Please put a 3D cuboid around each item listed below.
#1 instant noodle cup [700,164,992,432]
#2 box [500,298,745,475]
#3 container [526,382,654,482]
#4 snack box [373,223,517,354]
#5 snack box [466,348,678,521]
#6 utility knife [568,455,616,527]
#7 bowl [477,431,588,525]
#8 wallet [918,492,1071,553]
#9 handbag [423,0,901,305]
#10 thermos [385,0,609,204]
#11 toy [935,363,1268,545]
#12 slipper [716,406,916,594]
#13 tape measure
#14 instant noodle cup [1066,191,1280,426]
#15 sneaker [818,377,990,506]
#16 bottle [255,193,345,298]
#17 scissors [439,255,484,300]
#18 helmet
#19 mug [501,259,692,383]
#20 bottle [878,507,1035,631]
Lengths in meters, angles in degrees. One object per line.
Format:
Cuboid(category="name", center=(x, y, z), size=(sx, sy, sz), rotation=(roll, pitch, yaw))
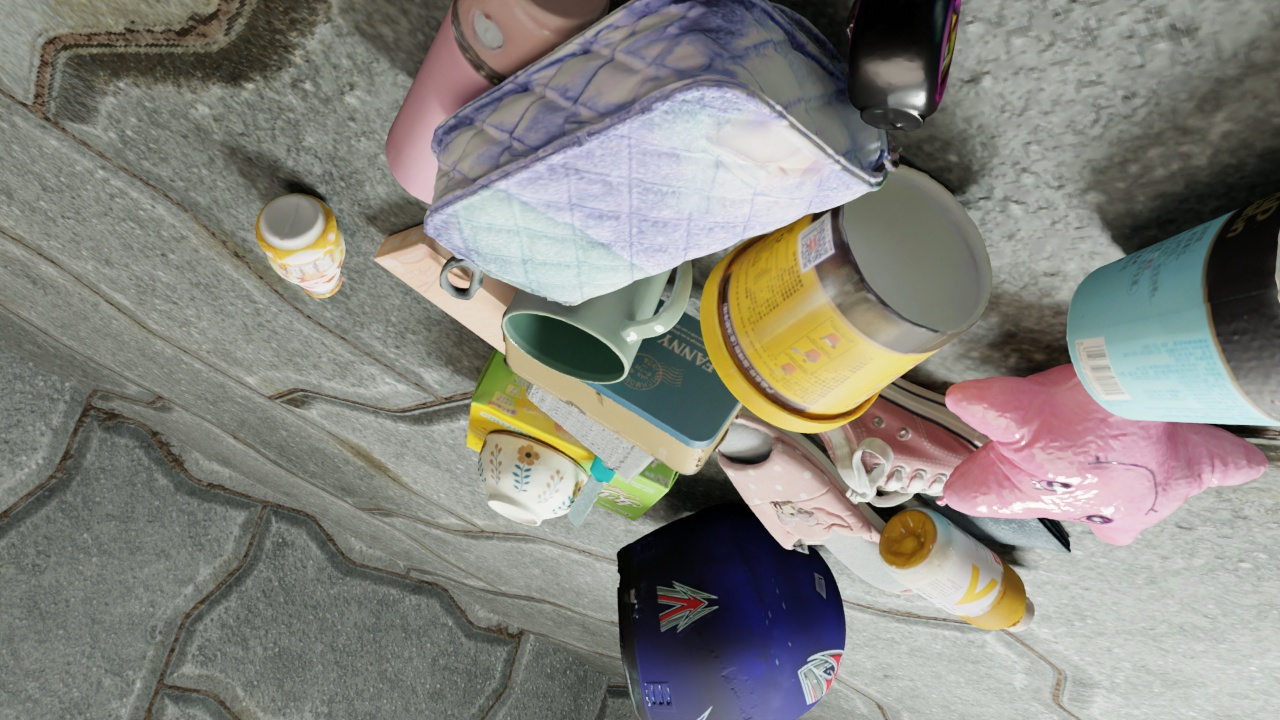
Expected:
Cuboid(category="instant noodle cup", center=(0.109, -0.034, 0.484), size=(0.118, 0.118, 0.115), rotation=(29, 149, -12))
Cuboid(category="box", center=(-0.004, 0.004, 0.633), size=(0.184, 0.089, 0.060), rotation=(27, 150, 15))
Cuboid(category="container", center=(-0.021, 0.021, 0.731), size=(0.114, 0.090, 0.090), rotation=(37, 153, 1))
Cuboid(category="snack box", center=(-0.138, -0.055, 0.770), size=(0.085, 0.026, 0.157), rotation=(-5, 143, 48))
Cuboid(category="snack box", center=(-0.069, 0.079, 0.936), size=(0.210, 0.069, 0.158), rotation=(25, 156, -2))
Cuboid(category="utility knife", center=(-0.023, 0.082, 0.835), size=(0.029, 0.013, 0.217), rotation=(29, 124, 1))
Cuboid(category="bowl", center=(-0.113, 0.124, 0.905), size=(0.113, 0.062, 0.114), rotation=(19, 157, 8))
Cuboid(category="wallet", center=(0.295, 0.129, 0.772), size=(0.097, 0.019, 0.121), rotation=(1, 149, 46))
Cuboid(category="handbag", center=(0.002, -0.092, 0.425), size=(0.194, 0.075, 0.134), rotation=(-15, 154, 38))
Cuboid(category="thermos", center=(-0.085, -0.153, 0.474), size=(0.087, 0.067, 0.199), rotation=(53, 152, -5))
Cuboid(category="toy", center=(0.270, 0.063, 0.567), size=(0.179, 0.074, 0.194), rotation=(-27, 126, 34))
Cuboid(category="slipper", center=(0.156, 0.140, 0.840), size=(0.274, 0.054, 0.114), rotation=(43, 151, -19))
Cuboid(category="tape measure", center=(0.102, -0.125, 0.363), size=(0.039, 0.056, 0.058), rotation=(13, 146, 19))
Cuboid(category="instant noodle cup", center=(0.261, -0.017, 0.400), size=(0.111, 0.111, 0.121), rotation=(30, 164, -14))
Cuboid(category="sneaker", center=(0.174, 0.062, 0.652), size=(0.241, 0.087, 0.118), rotation=(30, 156, -11))
Cuboid(category="bottle", center=(-0.282, -0.093, 0.778), size=(0.063, 0.063, 0.108), rotation=(22, 157, 5))
Cuboid(category="scissors", center=(-0.094, -0.084, 0.656), size=(0.159, 0.014, 0.182), rotation=(22, 147, -29))
Cuboid(category="helmet", center=(0.105, 0.297, 1.029), size=(0.240, 0.247, 0.316), rotation=(-6, 155, 3))
Cuboid(category="mug", center=(-0.016, -0.050, 0.567), size=(0.112, 0.106, 0.082), rotation=(5, 150, 37))
Cuboid(category="bottle", center=(0.290, 0.194, 0.821), size=(0.189, 0.067, 0.068), rotation=(34, 155, -31))
